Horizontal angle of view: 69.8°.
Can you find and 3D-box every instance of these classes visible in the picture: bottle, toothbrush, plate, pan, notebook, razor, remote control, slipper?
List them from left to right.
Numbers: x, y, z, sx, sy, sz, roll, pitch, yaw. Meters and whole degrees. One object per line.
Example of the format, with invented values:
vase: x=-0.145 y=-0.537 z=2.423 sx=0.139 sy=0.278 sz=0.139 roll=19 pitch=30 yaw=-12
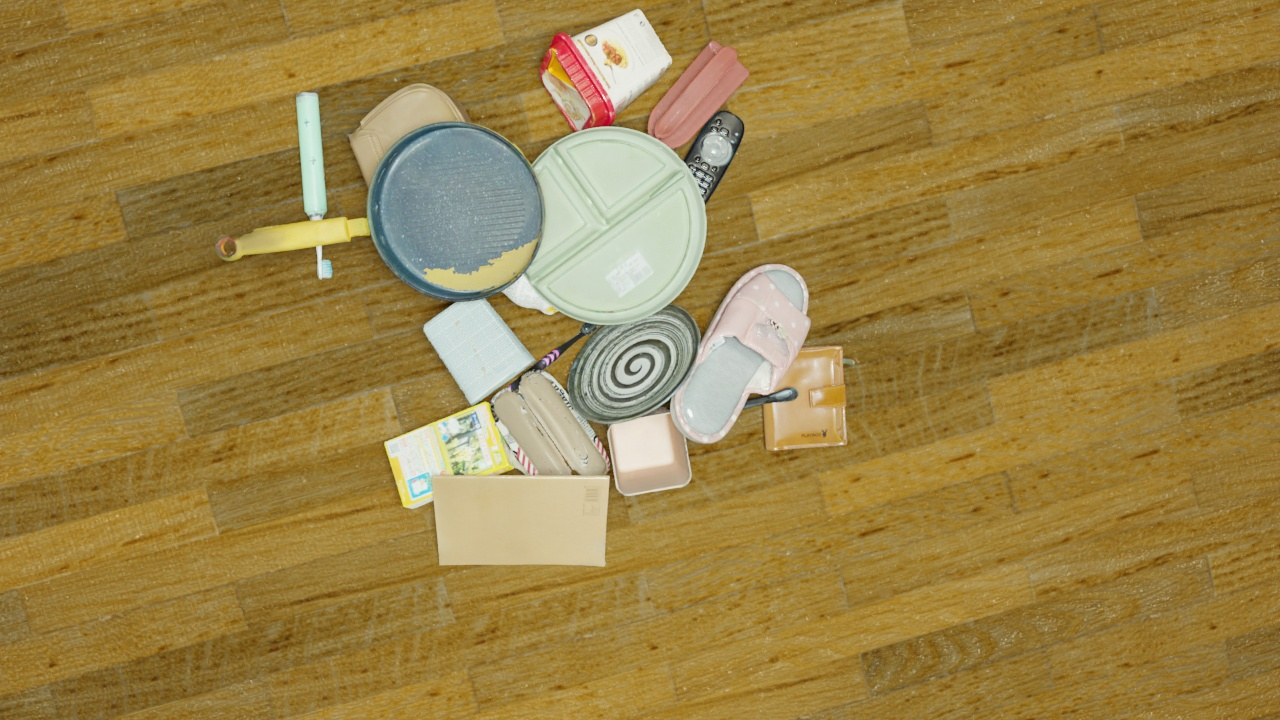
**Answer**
toothbrush: x=-0.395 y=-0.211 z=1.111 sx=0.027 sy=0.026 sz=0.224 roll=-5 pitch=94 yaw=-27
pan: x=-0.282 y=-0.151 z=1.014 sx=0.357 sy=0.078 sz=0.198 roll=-8 pitch=102 yaw=2
notebook: x=-0.145 y=0.198 z=1.129 sx=0.211 sy=0.012 sz=0.150 roll=1 pitch=125 yaw=-5
bottle: x=-0.141 y=-0.098 z=1.121 sx=0.108 sy=0.063 sz=0.063 roll=17 pitch=92 yaw=-6
toothbrush: x=-0.123 y=0.004 z=1.154 sx=0.189 sy=0.018 sz=0.014 roll=-38 pitch=86 yaw=0
plate: x=-0.039 y=-0.154 z=1.059 sx=0.230 sy=0.027 sz=0.230 roll=1 pitch=98 yaw=7
plate: x=-0.007 y=0.006 z=1.104 sx=0.179 sy=0.179 sz=0.024 roll=-39 pitch=132 yaw=-1
remote control: x=0.083 y=-0.248 z=1.149 sx=0.053 sy=0.024 sz=0.136 roll=30 pitch=89 yaw=-3
razor: x=0.130 y=0.055 z=1.164 sx=0.143 sy=0.022 sz=0.042 roll=-13 pitch=81 yaw=11
slipper: x=0.129 y=-0.015 z=1.102 sx=0.114 sy=0.055 sz=0.273 roll=45 pitch=63 yaw=-14

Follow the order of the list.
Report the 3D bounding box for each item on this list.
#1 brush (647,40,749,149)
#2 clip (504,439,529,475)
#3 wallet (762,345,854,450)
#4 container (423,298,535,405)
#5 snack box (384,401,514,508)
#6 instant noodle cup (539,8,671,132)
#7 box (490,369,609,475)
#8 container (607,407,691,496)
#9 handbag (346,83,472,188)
brush: x=0.064 y=-0.318 z=1.119 sx=0.063 sy=0.069 sz=0.146 roll=42 pitch=90 yaw=-1
clip: x=-0.171 y=0.136 z=1.150 sx=0.098 sy=0.035 sz=0.099 roll=-31 pitch=91 yaw=-4
wallet: x=0.216 y=0.047 z=1.179 sx=0.119 sy=0.035 sz=0.130 roll=-4 pitch=94 yaw=2
container: x=-0.196 y=-0.018 z=1.111 sx=0.090 sy=0.090 sz=0.111 roll=-35 pitch=93 yaw=-2
snack box: x=-0.235 y=0.116 z=1.127 sx=0.140 sy=0.034 sz=0.087 roll=-23 pitch=76 yaw=3
instant noodle cup: x=-0.040 y=-0.346 z=1.095 sx=0.124 sy=0.116 sz=0.116 roll=-36 pitch=96 yaw=-14
box: x=-0.109 y=0.092 z=1.129 sx=0.086 sy=0.075 sz=0.162 roll=-32 pitch=97 yaw=25
container: x=0.006 y=0.106 z=1.123 sx=0.090 sy=0.111 sz=0.090 roll=-10 pitch=95 yaw=-4
handbag: x=-0.250 y=-0.215 z=1.091 sx=0.148 sy=0.099 sz=0.204 roll=-19 pitch=95 yaw=4
